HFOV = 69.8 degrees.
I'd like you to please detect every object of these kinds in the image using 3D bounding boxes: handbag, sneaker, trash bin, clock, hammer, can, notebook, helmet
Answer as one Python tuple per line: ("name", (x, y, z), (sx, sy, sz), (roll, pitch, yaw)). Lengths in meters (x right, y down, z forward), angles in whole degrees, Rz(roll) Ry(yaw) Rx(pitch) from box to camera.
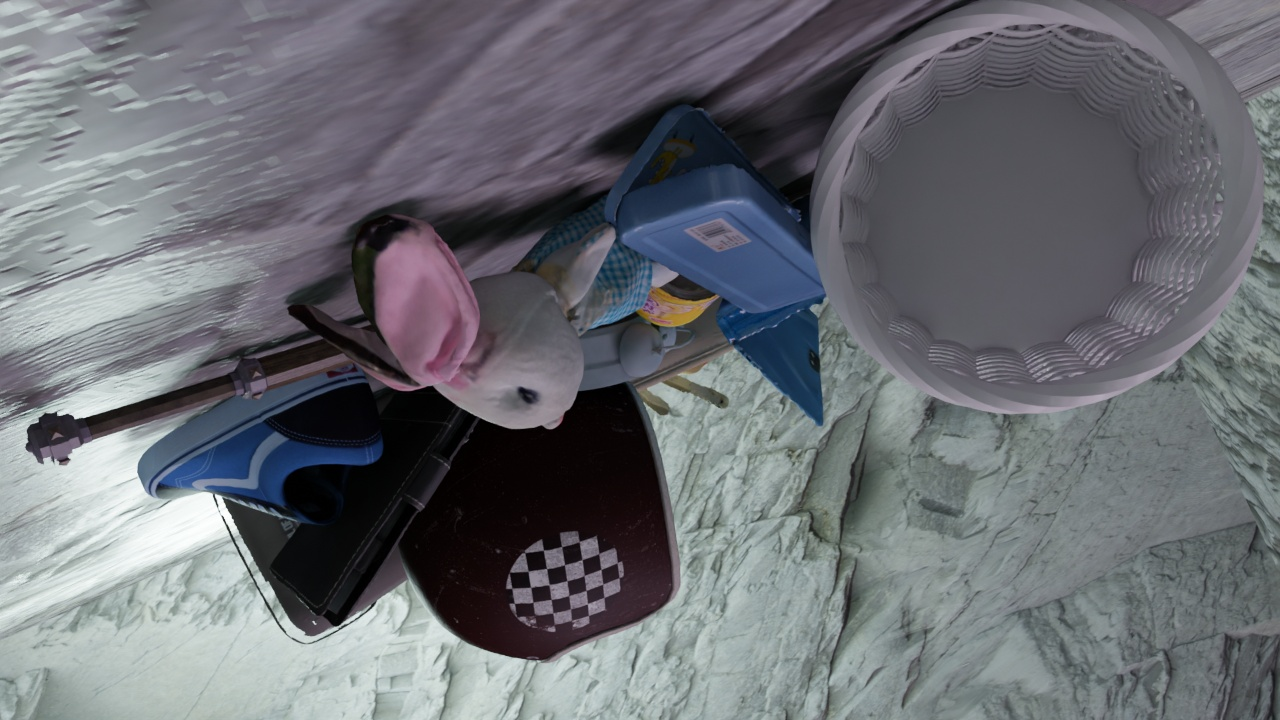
("handbag", (-0.005, 0.005, 0.904), (0.228, 0.132, 0.184), (-23, -178, -20))
("sneaker", (-0.265, 0.081, 0.634), (0.242, 0.098, 0.083), (-25, 175, 34))
("trash bin", (-0.257, 0.134, 0.926), (0.220, 0.197, 0.197), (-30, 176, 9))
("clock", (-0.038, -0.014, 0.704), (0.159, 0.045, 0.122), (-3, -164, 15))
("hammer", (-0.166, -0.008, 0.518), (0.316, 0.028, 0.147), (-22, 178, -35))
("can", (0.026, -0.063, 0.619), (0.067, 0.067, 0.105), (-23, 177, -9))
("notebook", (-0.180, 0.078, 0.658), (0.170, 0.029, 0.208), (-1, -124, 57))
("helmet", (-0.070, 0.120, 0.753), (0.253, 0.234, 0.233), (-11, -145, -12))

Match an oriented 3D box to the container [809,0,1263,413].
("container", (0.199, -0.079, 0.499), (0.190, 0.189, 0.186), (-24, 178, 20))

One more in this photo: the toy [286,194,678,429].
("toy", (-0.054, -0.018, 0.462), (0.204, 0.105, 0.131), (-19, 178, -43))

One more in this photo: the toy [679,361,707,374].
("toy", (0.046, -0.032, 1.125), (0.112, 0.096, 0.176), (18, 155, -20))

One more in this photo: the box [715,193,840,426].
("box", (0.128, -0.046, 0.692), (0.094, 0.110, 0.231), (-29, -166, 19))

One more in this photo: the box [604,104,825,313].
("box", (0.045, -0.073, 0.473), (0.069, 0.064, 0.209), (-18, 166, 21))
